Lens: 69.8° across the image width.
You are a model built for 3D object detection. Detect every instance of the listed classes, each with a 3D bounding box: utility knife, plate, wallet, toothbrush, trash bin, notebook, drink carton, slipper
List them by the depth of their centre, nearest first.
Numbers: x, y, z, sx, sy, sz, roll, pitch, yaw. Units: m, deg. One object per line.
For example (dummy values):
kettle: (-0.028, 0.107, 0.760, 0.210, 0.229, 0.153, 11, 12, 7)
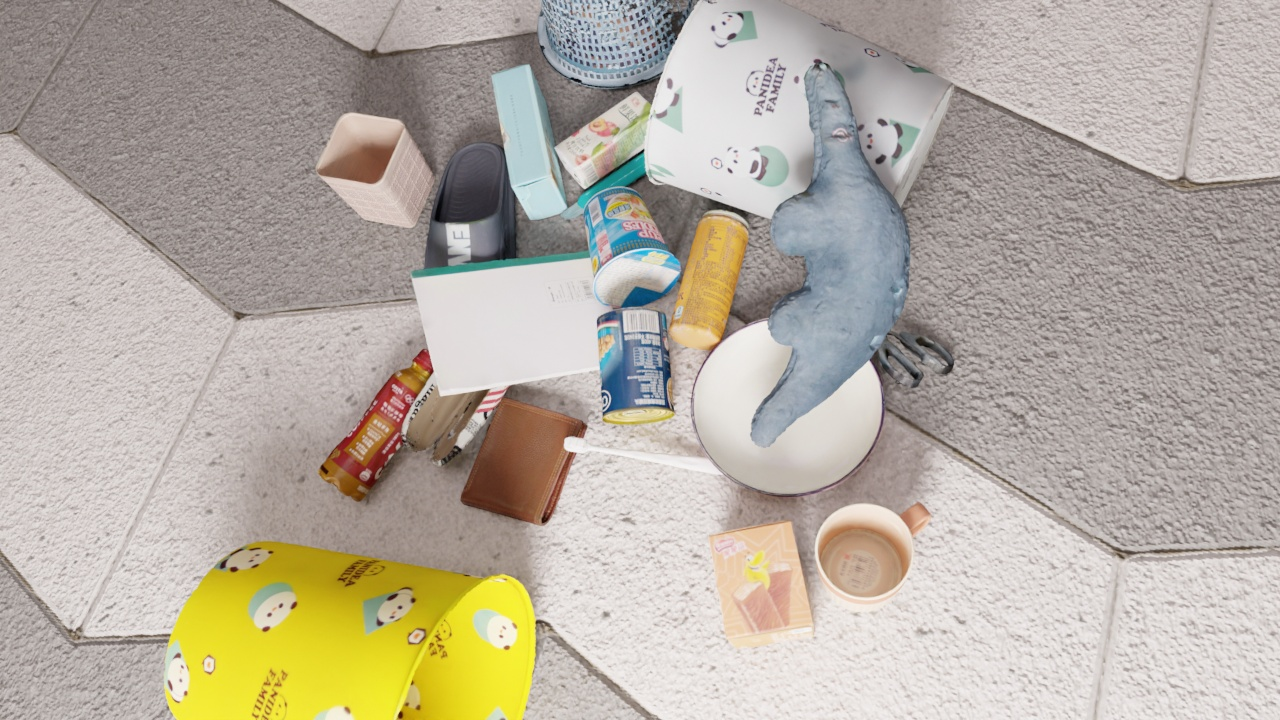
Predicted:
trash bin: (-0.260, 0.280, 0.825, 0.256, 0.229, 0.229, 9, 70, 20)
plate: (0.148, 0.048, 0.929, 0.192, 0.039, 0.192, -4, 67, 10)
toothbrush: (0.011, 0.097, 0.934, 0.180, 0.016, 0.016, 9, 68, 3)
trash bin: (0.167, -0.245, 0.954, 0.252, 0.230, 0.229, 26, 75, 15)
wallet: (-0.124, 0.106, 0.967, 0.101, 0.032, 0.124, 14, 71, 19)
notebook: (-0.128, -0.046, 0.987, 0.208, 0.012, 0.150, -9, 65, -21)
slipper: (-0.205, -0.153, 1.062, 0.111, 0.083, 0.267, -5, 66, 11)
utility knife: (-0.021, -0.218, 1.087, 0.174, 0.013, 0.029, -35, 62, -5)
drink carton: (-0.035, -0.260, 1.089, 0.122, 0.045, 0.053, -35, 54, -6)
trash bin: (-0.039, -0.477, 1.098, 0.227, 0.195, 0.226, -4, 68, 9)

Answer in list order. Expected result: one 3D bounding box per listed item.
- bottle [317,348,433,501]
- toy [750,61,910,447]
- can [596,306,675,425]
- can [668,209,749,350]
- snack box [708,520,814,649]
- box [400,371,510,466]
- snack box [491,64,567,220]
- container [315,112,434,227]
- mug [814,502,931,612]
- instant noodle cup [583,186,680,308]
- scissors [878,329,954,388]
bottle: (-0.274, 0.067, 0.997, 0.057, 0.057, 0.174, 30, 77, 21)
toy: (0.180, -0.086, 0.844, 0.138, 0.091, 0.357, 2, 106, -5)
can: (-0.006, 0.006, 0.950, 0.075, 0.075, 0.111, -6, 75, 9)
can: (0.075, -0.086, 0.989, 0.058, 0.058, 0.145, 11, 70, 15)
snack box: (0.112, 0.207, 0.842, 0.077, 0.093, 0.094, -12, 66, 7)
box: (-0.197, 0.030, 0.985, 0.086, 0.076, 0.163, 35, 77, -15)
snack box: (-0.132, -0.260, 1.094, 0.051, 0.074, 0.174, -14, 66, 4)
container: (-0.309, -0.221, 1.093, 0.090, 0.111, 0.090, 12, 71, 16)
mug: (0.212, 0.172, 0.829, 0.114, 0.106, 0.081, -37, 66, -5)
instant noodle cup: (-0.018, -0.129, 1.011, 0.099, 0.099, 0.109, -20, 59, 3)
scissors: (0.248, -0.034, 0.945, 0.163, 0.014, 0.164, 13, 40, -4)
